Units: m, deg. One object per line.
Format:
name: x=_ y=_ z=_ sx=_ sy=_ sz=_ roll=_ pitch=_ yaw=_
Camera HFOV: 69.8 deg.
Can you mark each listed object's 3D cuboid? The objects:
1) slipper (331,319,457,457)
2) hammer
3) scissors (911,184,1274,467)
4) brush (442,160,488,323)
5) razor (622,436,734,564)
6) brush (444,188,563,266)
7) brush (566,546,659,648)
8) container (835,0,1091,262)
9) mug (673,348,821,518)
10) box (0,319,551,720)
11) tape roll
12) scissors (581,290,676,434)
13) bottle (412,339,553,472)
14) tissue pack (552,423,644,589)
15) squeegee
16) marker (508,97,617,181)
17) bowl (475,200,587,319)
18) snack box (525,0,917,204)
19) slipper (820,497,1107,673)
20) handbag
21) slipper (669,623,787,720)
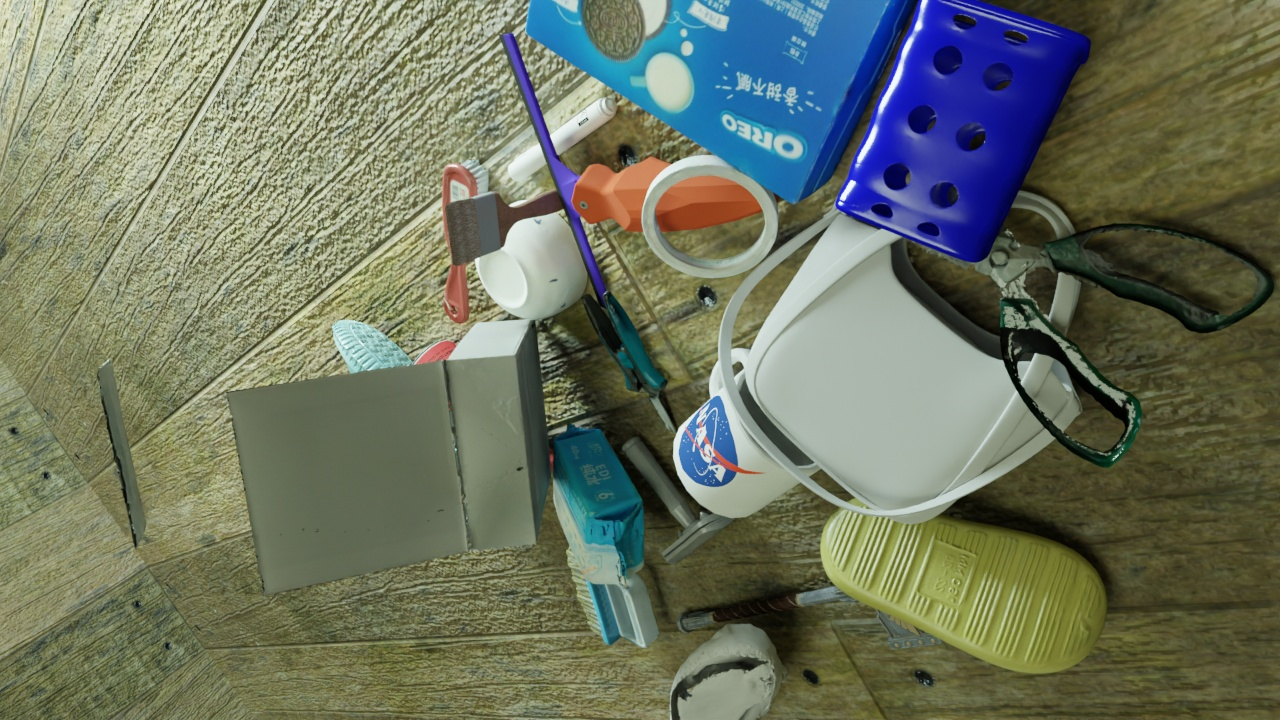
slipper: x=-0.244 y=0.064 z=0.991 sx=0.276 sy=0.069 sz=0.116 roll=44 pitch=-177 yaw=4
hammer: x=0.126 y=0.217 z=0.817 sx=0.098 sy=0.044 sz=0.323 roll=55 pitch=141 yaw=-3
scissors: x=0.241 y=-0.054 z=0.508 sx=0.155 sy=0.015 sz=0.209 roll=-41 pitch=86 yaw=27
brush: x=-0.162 y=-0.108 z=0.853 sx=0.041 sy=0.030 sz=0.173 roll=31 pitch=133 yaw=22
razor: x=0.024 y=0.120 z=0.841 sx=0.116 sy=0.047 sz=0.088 roll=52 pitch=139 yaw=12
brush: x=-0.092 y=-0.112 z=0.702 sx=0.008 sy=0.142 sz=0.045 roll=14 pitch=118 yaw=34
brush: x=-0.028 y=0.229 z=0.948 sx=0.075 sy=0.055 sz=0.136 roll=10 pitch=124 yaw=43
container: x=0.165 y=-0.119 z=0.478 sx=0.085 sy=0.084 sz=0.114 roll=27 pitch=109 yaw=19
mug: x=0.083 y=0.048 z=0.708 sx=0.090 sy=0.091 sz=0.121 roll=-47 pitch=48 yaw=48
box: x=-0.216 y=0.097 z=0.675 sx=0.149 sy=0.504 sz=0.167 roll=5 pitch=106 yaw=35
tape roll: x=0.047 y=-0.096 z=0.626 sx=0.093 sy=0.013 sz=0.093 roll=6 pitch=133 yaw=7
scissors: x=-0.003 y=0.001 z=0.787 sx=0.129 sy=0.019 sz=0.139 roll=35 pitch=147 yaw=18
bottle: x=-0.157 y=0.056 z=0.940 sx=0.176 sy=0.062 sz=0.062 roll=41 pitch=138 yaw=12
tissue pack: x=-0.039 y=0.137 z=0.862 sx=0.144 sy=0.061 sz=0.093 roll=-122 pitch=28 yaw=-48
squeegee: x=0.010 y=-0.120 z=0.670 sx=0.185 sy=0.055 sz=0.250 roll=5 pitch=136 yaw=26
marker: x=-0.063 y=-0.176 z=0.728 sx=0.134 sy=0.017 sz=0.020 roll=-20 pitch=66 yaw=47
bowl: x=-0.102 y=-0.083 z=0.801 sx=0.105 sy=0.054 sz=0.105 roll=22 pitch=129 yaw=29
snack box: x=0.047 y=-0.238 z=0.555 sx=0.239 sy=0.056 sz=0.196 roll=36 pitch=137 yaw=16
slipper: x=0.220 y=0.158 z=0.648 sx=0.191 sy=0.091 sz=0.082 roll=17 pitch=164 yaw=14
handbag: x=0.170 y=-0.019 z=0.581 sx=0.216 sy=0.095 sz=0.223 roll=42 pitch=126 yaw=11
slipper: x=0.081 y=0.314 z=0.880 sx=0.112 sy=0.074 sz=0.247 roll=0 pitch=142 yaw=-7
